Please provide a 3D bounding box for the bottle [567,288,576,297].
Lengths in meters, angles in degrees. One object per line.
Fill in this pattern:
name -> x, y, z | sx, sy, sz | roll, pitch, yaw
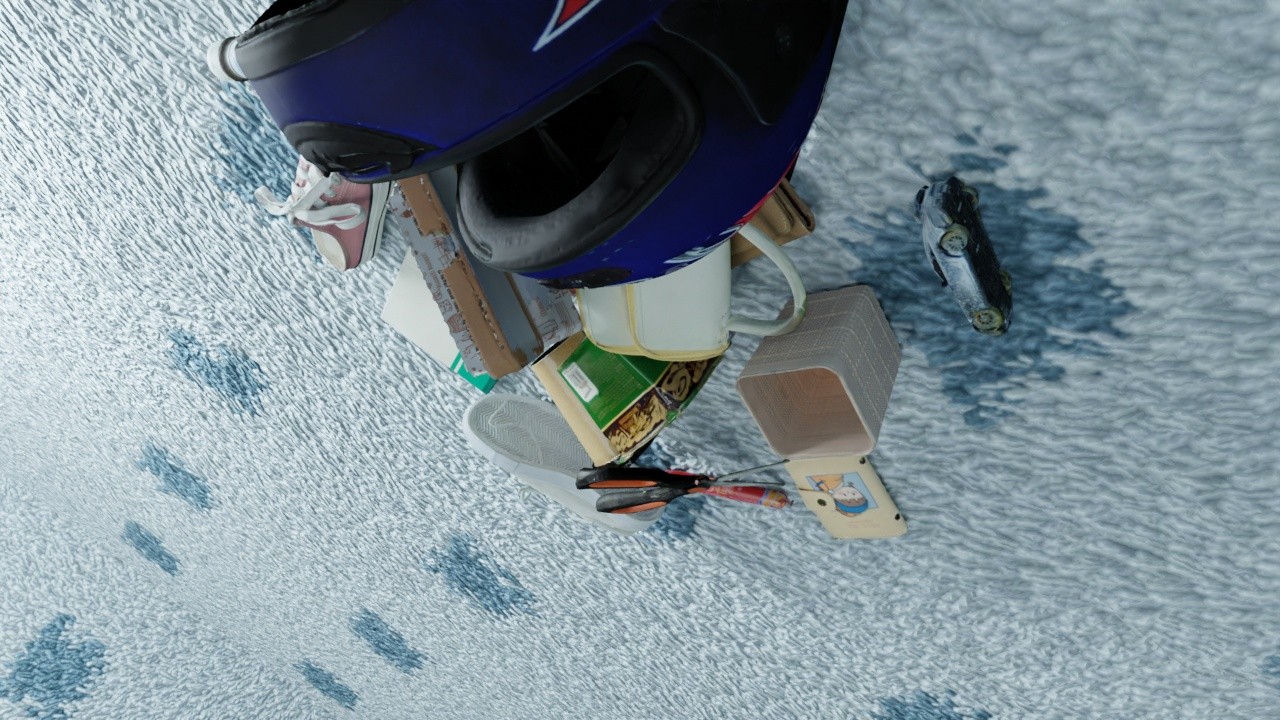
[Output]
bottle -> -0.041, -0.084, 0.793 | 0.108, 0.063, 0.063 | 7, 134, 24

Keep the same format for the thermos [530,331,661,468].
thermos -> -0.041, 0.042, 0.907 | 0.143, 0.092, 0.093 | 50, 138, -8

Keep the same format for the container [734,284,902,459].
container -> 0.146, 0.007, 0.720 | 0.090, 0.110, 0.090 | -9, 124, 40

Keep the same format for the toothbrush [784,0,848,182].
toothbrush -> 0.110, -0.179, 0.624 | 0.027, 0.026, 0.213 | 29, 145, 16

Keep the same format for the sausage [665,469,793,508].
sausage -> 0.086, 0.134, 0.963 | 0.156, 0.020, 0.020 | 7, 134, 28

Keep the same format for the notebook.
notebook -> -0.188, -0.057, 0.962 | 0.150, 0.012, 0.210 | 36, 140, -4

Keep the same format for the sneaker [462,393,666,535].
sneaker -> -0.090, 0.120, 1.024 | 0.242, 0.089, 0.091 | 30, 145, -6

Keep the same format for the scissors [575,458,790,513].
scissors -> 0.033, 0.118, 0.889 | 0.220, 0.021, 0.235 | 12, 154, -40

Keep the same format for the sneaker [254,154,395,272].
sneaker -> -0.291, -0.159, 0.856 | 0.118, 0.087, 0.242 | 41, 144, 10

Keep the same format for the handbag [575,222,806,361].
handbag -> 0.036, -0.071, 0.689 | 0.179, 0.063, 0.164 | 9, 130, 19

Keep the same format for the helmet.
helmet -> -0.029, -0.157, 0.512 | 0.248, 0.314, 0.240 | 5, 137, 46

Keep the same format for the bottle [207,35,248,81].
bottle -> -0.295, -0.259, 0.775 | 0.195, 0.079, 0.044 | 8, 137, 33

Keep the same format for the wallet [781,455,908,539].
wallet -> 0.194, 0.127, 0.881 | 0.087, 0.024, 0.115 | -16, 121, 38

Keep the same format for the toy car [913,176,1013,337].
toy car -> 0.225, -0.069, 0.635 | 0.037, 0.054, 0.120 | -15, 122, 39

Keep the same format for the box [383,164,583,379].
box -> -0.123, -0.078, 0.689 | 0.179, 0.110, 0.260 | 65, 161, -4

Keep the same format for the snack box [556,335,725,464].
snack box -> -0.005, 0.005, 0.822 | 0.105, 0.117, 0.119 | 41, 138, -2

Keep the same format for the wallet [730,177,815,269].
wallet -> 0.067, -0.114, 0.702 | 0.090, 0.033, 0.116 | 50, 145, -15
